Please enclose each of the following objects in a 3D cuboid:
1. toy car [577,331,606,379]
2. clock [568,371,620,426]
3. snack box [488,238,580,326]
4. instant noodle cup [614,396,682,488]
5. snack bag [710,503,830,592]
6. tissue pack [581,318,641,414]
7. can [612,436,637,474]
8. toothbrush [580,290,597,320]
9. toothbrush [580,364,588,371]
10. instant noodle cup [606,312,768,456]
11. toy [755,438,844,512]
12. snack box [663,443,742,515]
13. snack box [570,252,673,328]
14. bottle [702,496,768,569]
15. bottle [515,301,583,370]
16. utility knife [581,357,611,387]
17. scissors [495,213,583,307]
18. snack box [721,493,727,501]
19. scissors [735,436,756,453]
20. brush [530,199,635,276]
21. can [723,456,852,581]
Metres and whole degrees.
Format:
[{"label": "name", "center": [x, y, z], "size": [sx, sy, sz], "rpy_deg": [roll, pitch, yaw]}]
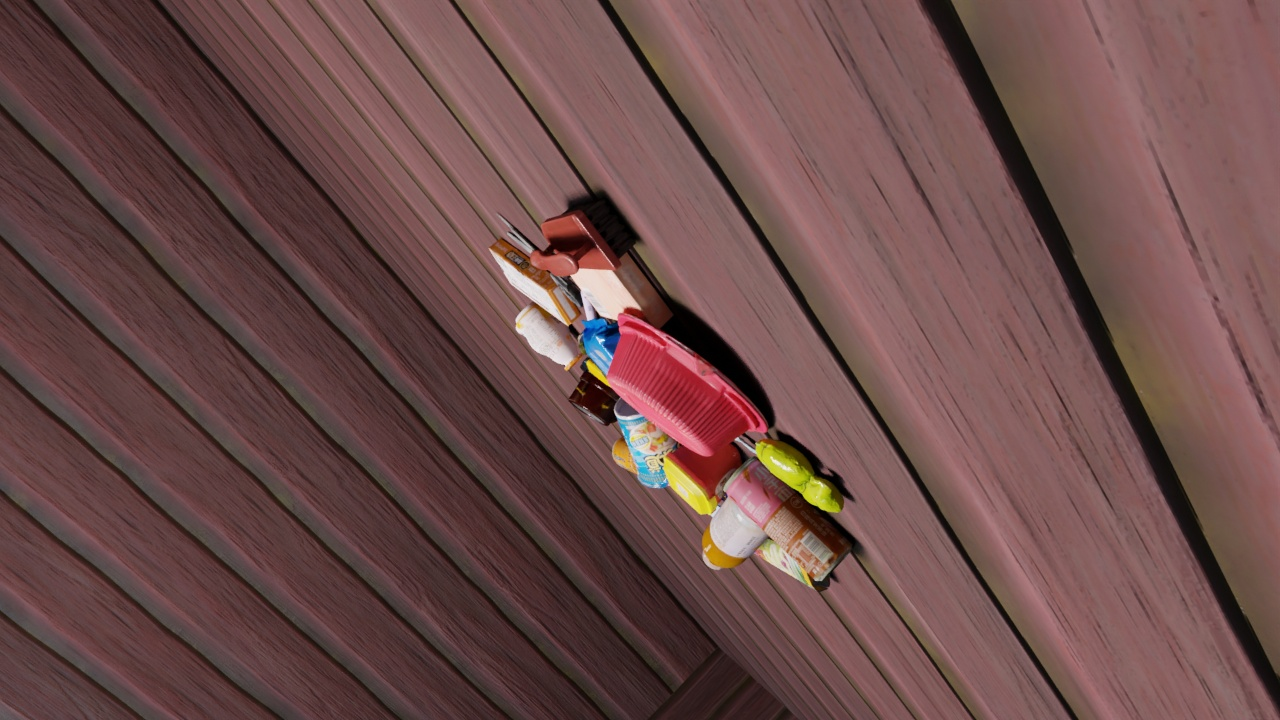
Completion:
[{"label": "toy car", "center": [-0.045, -0.012, 1.177], "size": [0.090, 0.042, 0.035], "rpy_deg": [49, -169, -36]}, {"label": "clock", "center": [-0.066, 0.063, 1.423], "size": [0.082, 0.055, 0.122], "rpy_deg": [31, 169, 8]}, {"label": "snack box", "center": [-0.147, -0.108, 1.259], "size": [0.154, 0.026, 0.075], "rpy_deg": [36, 163, 41]}, {"label": "instant noodle cup", "center": [0.020, 0.092, 1.190], "size": [0.099, 0.099, 0.110], "rpy_deg": [28, 149, 57]}, {"label": "snack bag", "center": [0.162, 0.241, 1.225], "size": [0.191, 0.038, 0.110], "rpy_deg": [23, 164, 43]}, {"label": "tissue pack", "center": [-0.006, 0.006, 1.082], "size": [0.157, 0.052, 0.095], "rpy_deg": [49, 166, -10]}, {"label": "can", "center": [-0.002, 0.160, 1.531], "size": [0.058, 0.058, 0.146], "rpy_deg": [50, 167, -13]}, {"label": "toothbrush", "center": [-0.061, -0.048, 1.176], "size": [0.189, 0.029, 0.021], "rpy_deg": [83, -179, -68]}, {"label": "toothbrush", "center": [-0.064, 0.000, 1.359], "size": [0.014, 0.017, 0.189], "rpy_deg": [48, 164, -6]}, {"label": "instant noodle cup", "center": [0.035, 0.035, 0.932], "size": [0.194, 0.065, 0.194], "rpy_deg": [37, 173, 5]}, {"label": "toy", "center": [0.156, 0.111, 0.910], "size": [0.100, 0.031, 0.097], "rpy_deg": [44, 168, -5]}, {"label": "snack box", "center": [0.078, 0.132, 1.121], "size": [0.082, 0.080, 0.091], "rpy_deg": [40, 166, 26]}, {"label": "snack box", "center": [-0.029, -0.078, 0.954], "size": [0.084, 0.026, 0.157], "rpy_deg": [52, 167, -22]}, {"label": "bottle", "center": [0.120, 0.212, 1.144], "size": [0.068, 0.067, 0.190], "rpy_deg": [44, 148, 14]}, {"label": "bottle", "center": [-0.132, -0.035, 1.350], "size": [0.108, 0.063, 0.063], "rpy_deg": [47, 168, 2]}, {"label": "utility knife", "center": [-0.013, 0.048, 1.308], "size": [0.193, 0.015, 0.033], "rpy_deg": [35, 164, 26]}, {"label": "scissors", "center": [-0.124, -0.130, 1.157], "size": [0.159, 0.014, 0.171], "rpy_deg": [52, 169, -11]}, {"label": "snack box", "center": [0.075, 0.143, 1.289], "size": [0.084, 0.026, 0.157], "rpy_deg": [53, 167, -32]}, {"label": "scissors", "center": [0.114, 0.092, 1.036], "size": [0.137, 0.017, 0.077], "rpy_deg": [36, 174, 21]}, {"label": "brush", "center": [-0.066, -0.111, 0.876], "size": [0.063, 0.069, 0.146], "rpy_deg": [52, 167, -18]}, {"label": "can", "center": [0.163, 0.175, 1.021], "size": [0.147, 0.057, 0.058], "rpy_deg": [43, 167, 19]}]
